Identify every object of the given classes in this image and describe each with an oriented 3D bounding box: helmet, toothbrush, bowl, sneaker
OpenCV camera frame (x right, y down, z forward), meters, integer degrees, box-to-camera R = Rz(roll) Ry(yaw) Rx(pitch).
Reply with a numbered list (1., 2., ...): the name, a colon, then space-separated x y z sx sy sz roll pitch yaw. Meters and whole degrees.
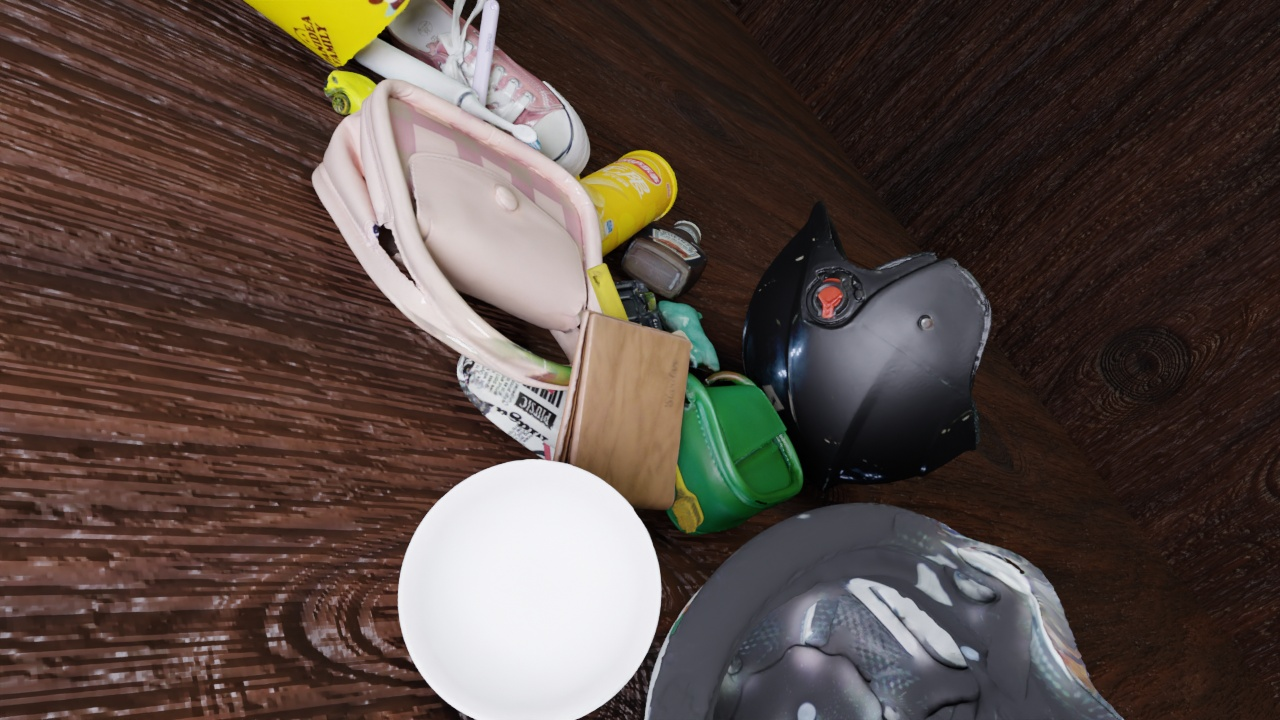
1. helmet: 0.110 0.202 0.453 0.274 0.229 0.157 43 -18 -2
2. toothbrush: 0.003 0.027 0.606 0.190 0.016 0.016 69 24 -10
3. bowl: -0.052 0.112 0.443 0.118 0.118 0.065 52 -15 11
4. toothbrush: -0.131 -0.206 0.741 0.029 0.021 0.189 11 77 -28
5. helmet: 0.207 -0.010 0.875 0.274 0.230 0.233 55 11 14
6. toothbrush: -0.156 -0.213 0.728 0.221 0.026 0.026 33 -7 29
7. sneaker: -0.145 -0.247 0.804 0.241 0.118 0.087 46 6 11

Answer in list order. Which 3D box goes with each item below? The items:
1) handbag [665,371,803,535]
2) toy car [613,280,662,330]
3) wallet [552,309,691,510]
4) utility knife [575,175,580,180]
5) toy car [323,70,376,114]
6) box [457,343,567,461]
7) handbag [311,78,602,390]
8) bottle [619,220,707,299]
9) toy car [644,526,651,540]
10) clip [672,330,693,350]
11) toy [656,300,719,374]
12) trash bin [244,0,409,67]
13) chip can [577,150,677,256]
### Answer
1. handbag: 0.059 0.063 0.686 0.131 0.068 0.120 2 63 -58
2. toy car: -0.004 -0.012 0.740 0.053 0.045 0.120 -9 50 -9
3. wallet: -0.008 0.033 0.560 0.101 0.020 0.115 12 86 -50
4. utility knife: -0.066 -0.153 0.902 0.033 0.015 0.156 22 35 -33
5. toy car: -0.198 -0.191 0.720 0.105 0.032 0.048 39 26 -14
6. box: -0.051 0.044 0.603 0.164 0.052 0.069 39 11 -20
7. handbag: -0.099 -0.065 0.600 0.193 0.093 0.234 23 30 -41
8. bottle: 0.033 -0.115 0.965 0.080 0.044 0.194 31 21 1
9. toy car: -0.018 0.119 0.542 0.054 0.037 0.120 40 21 -13
10. clip: -0.004 0.002 0.662 0.035 0.102 0.095 55 -11 15
11. toy: 0.042 -0.024 0.867 0.096 0.030 0.092 12 39 -44
12. trash bin: -0.268 -0.372 0.663 0.255 0.230 0.229 39 25 -31
13. chip can: -0.033 -0.136 0.828 0.072 0.072 0.212 47 31 -1
